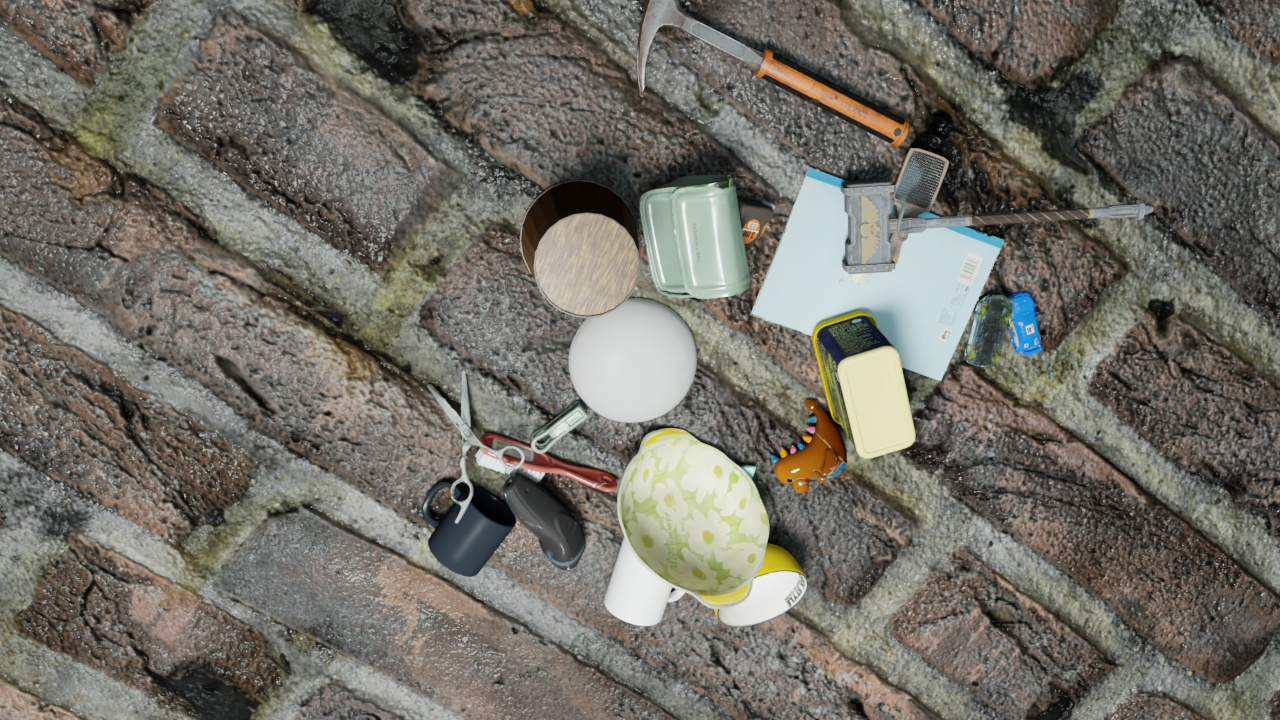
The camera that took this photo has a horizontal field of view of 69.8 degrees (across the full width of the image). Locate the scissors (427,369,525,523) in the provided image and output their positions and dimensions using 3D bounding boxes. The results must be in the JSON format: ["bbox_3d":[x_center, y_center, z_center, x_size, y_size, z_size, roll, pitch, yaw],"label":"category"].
[{"bbox_3d":[-0.202,0.097,1.033,0.141,0.014,0.158,29,85,8],"label":"scissors"}]

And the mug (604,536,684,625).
[{"bbox_3d":[0.019,0.261,1.114,0.110,0.074,0.090,7,107,-35],"label":"mug"}]

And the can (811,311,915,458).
[{"bbox_3d":[0.253,0.028,1.037,0.075,0.104,0.135,-17,113,3],"label":"can"}]

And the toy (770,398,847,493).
[{"bbox_3d":[0.197,0.102,1.100,0.090,0.070,0.103,-24,85,14],"label":"toy"}]

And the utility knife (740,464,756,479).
[{"bbox_3d":[0.111,0.202,1.132,0.022,0.015,0.166,10,108,-10],"label":"utility knife"}]

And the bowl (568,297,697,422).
[{"bbox_3d":[-0.006,0.006,1.044,0.149,0.043,0.150,-2,106,-6],"label":"bowl"}]

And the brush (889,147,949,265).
[{"bbox_3d":[0.302,-0.168,1.030,0.050,0.015,0.136,16,103,-9],"label":"brush"}]

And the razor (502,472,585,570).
[{"bbox_3d":[-0.116,0.187,1.074,0.064,0.052,0.140,-15,123,38],"label":"razor"}]

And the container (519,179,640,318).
[{"bbox_3d":[-0.059,-0.111,0.939,0.132,0.167,0.132,-2,106,-6],"label":"container"}]

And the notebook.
[{"bbox_3d":[0.275,-0.096,1.061,0.253,0.009,0.181,18,103,-11],"label":"notebook"}]

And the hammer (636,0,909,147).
[{"bbox_3d":[0.142,-0.295,0.977,0.314,0.035,0.138,23,103,-12],"label":"hammer"}]

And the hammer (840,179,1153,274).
[{"bbox_3d":[0.383,-0.153,0.995,0.322,0.044,0.098,-3,106,7],"label":"hammer"}]

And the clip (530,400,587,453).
[{"bbox_3d":[-0.095,0.078,1.064,0.076,0.042,0.023,-37,105,5],"label":"clip"}]

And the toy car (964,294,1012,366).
[{"bbox_3d":[0.409,-0.036,1.083,0.038,0.027,0.090,7,108,-6],"label":"toy car"}]

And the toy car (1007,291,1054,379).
[{"bbox_3d":[0.460,-0.029,1.073,0.033,0.062,0.092,-19,107,-1],"label":"toy car"}]

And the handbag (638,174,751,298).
[{"bbox_3d":[0.059,-0.132,0.971,0.106,0.067,0.122,5,114,39],"label":"handbag"}]

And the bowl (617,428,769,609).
[{"bbox_3d":[0.052,0.188,1.059,0.188,0.219,0.060,-7,152,-29],"label":"bowl"}]

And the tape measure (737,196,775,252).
[{"bbox_3d":[0.109,-0.151,1.010,0.058,0.038,0.059,-1,121,-44],"label":"tape measure"}]

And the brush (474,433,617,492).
[{"bbox_3d":[-0.111,0.128,1.076,0.172,0.040,0.030,20,120,-13],"label":"brush"}]

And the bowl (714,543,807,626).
[{"bbox_3d":[0.136,0.263,1.112,0.117,0.067,0.117,-12,136,-12],"label":"bowl"}]

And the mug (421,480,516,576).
[{"bbox_3d":[-0.208,0.188,1.070,0.105,0.071,0.077,40,100,12],"label":"mug"}]
